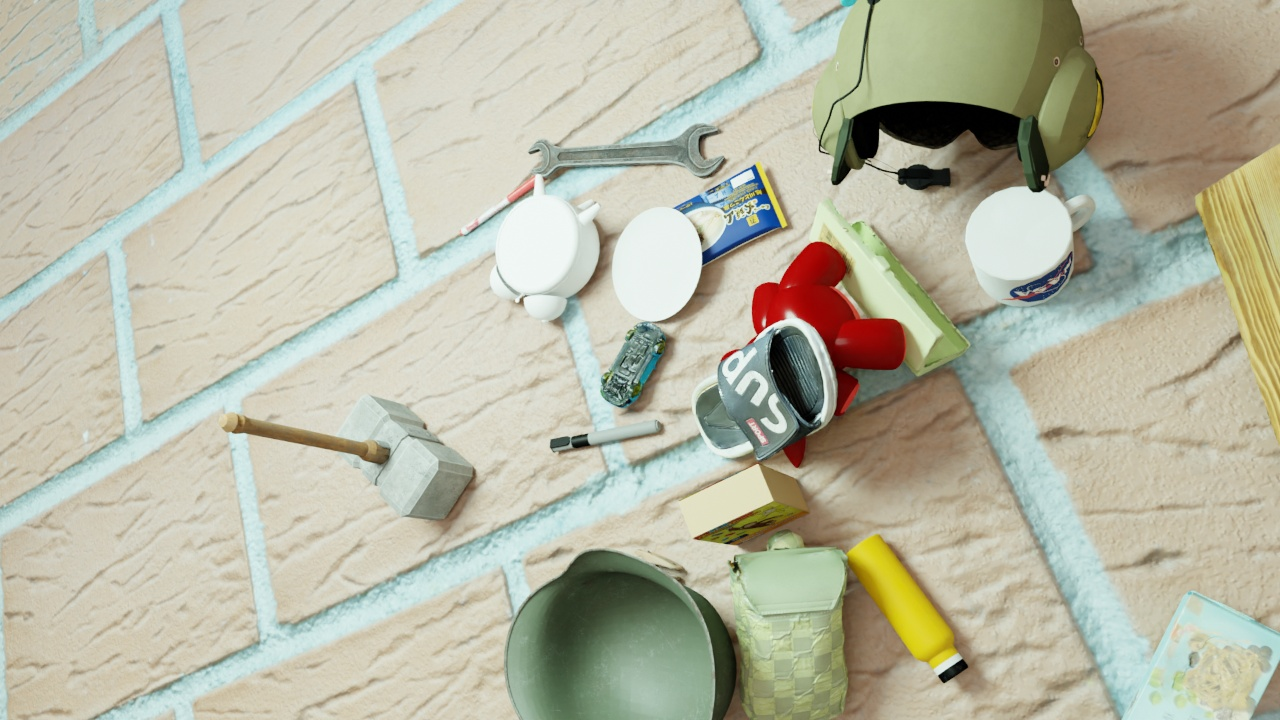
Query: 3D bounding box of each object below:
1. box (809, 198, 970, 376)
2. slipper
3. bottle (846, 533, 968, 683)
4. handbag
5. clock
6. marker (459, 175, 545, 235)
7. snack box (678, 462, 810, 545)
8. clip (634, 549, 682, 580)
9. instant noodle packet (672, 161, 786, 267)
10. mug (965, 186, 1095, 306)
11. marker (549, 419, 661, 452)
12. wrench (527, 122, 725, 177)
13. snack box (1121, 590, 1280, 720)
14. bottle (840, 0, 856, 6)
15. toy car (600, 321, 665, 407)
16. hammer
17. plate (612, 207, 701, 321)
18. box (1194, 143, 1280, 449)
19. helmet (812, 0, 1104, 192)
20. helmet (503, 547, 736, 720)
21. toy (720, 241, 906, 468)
[{"bbox_3d":[0.255,-0.081,0.923,0.082,0.098,0.188,-25,66,-18],"label":"box"},{"bbox_3d":[0.105,0.042,0.898,0.063,0.264,0.111,-22,84,-23],"label":"slipper"},{"bbox_3d":[0.255,0.237,0.877,0.043,0.043,0.143,-40,63,12],"label":"bottle"},{"bbox_3d":[0.141,0.259,0.895,0.113,0.117,0.186,-3,99,-2],"label":"handbag"},{"bbox_3d":[-0.113,-0.136,1.146,0.125,0.072,0.161,31,99,29],"label":"clock"},{"bbox_3d":[-0.186,-0.209,1.226,0.142,0.012,0.012,-32,65,16],"label":"marker"},{"bbox_3d":[0.107,0.148,0.925,0.088,0.125,0.040,-28,66,17],"label":"snack box"},{"bbox_3d":[0.018,0.223,1.011,0.061,0.025,0.049,-26,63,26],"label":"clip"},{"bbox_3d":[0.094,-0.164,1.068,0.134,0.026,0.087,-26,70,19],"label":"instant noodle packet"},{"bbox_3d":[0.378,-0.116,0.878,0.121,0.090,0.091,-35,64,14],"label":"mug"},{"bbox_3d":[-0.042,0.089,1.077,0.141,0.016,0.016,-13,72,23],"label":"marker"},{"bbox_3d":[-0.023,-0.259,1.151,0.274,0.010,0.070,3,77,24],"label":"wrench"},{"bbox_3d":[0.455,0.286,0.761,0.075,0.053,0.174,27,89,30],"label":"snack box"},{"bbox_3d":[0.231,-0.474,1.068,0.044,0.044,0.136,-15,71,22],"label":"bottle"},{"bbox_3d":[-0.006,0.006,1.071,0.048,0.032,0.105,25,84,30],"label":"toy car"},{"bbox_3d":[-0.351,0.096,1.055,0.163,0.317,0.083,36,94,29],"label":"hammer"},{"bbox_3d":[0.021,-0.113,1.085,0.135,0.011,0.134,-3,85,40],"label":"plate"},{"bbox_3d":[0.693,-0.070,0.685,0.336,0.287,0.278,-1,72,-13],"label":"box"},{"bbox_3d":[0.294,-0.259,0.850,0.251,0.255,0.232,8,84,26],"label":"helmet"},{"bbox_3d":[-0.008,0.306,0.924,0.268,0.153,0.226,-6,76,32],"label":"helmet"},{"bbox_3d":[0.164,-0.004,0.939,0.158,0.120,0.198,55,144,24],"label":"toy"}]
